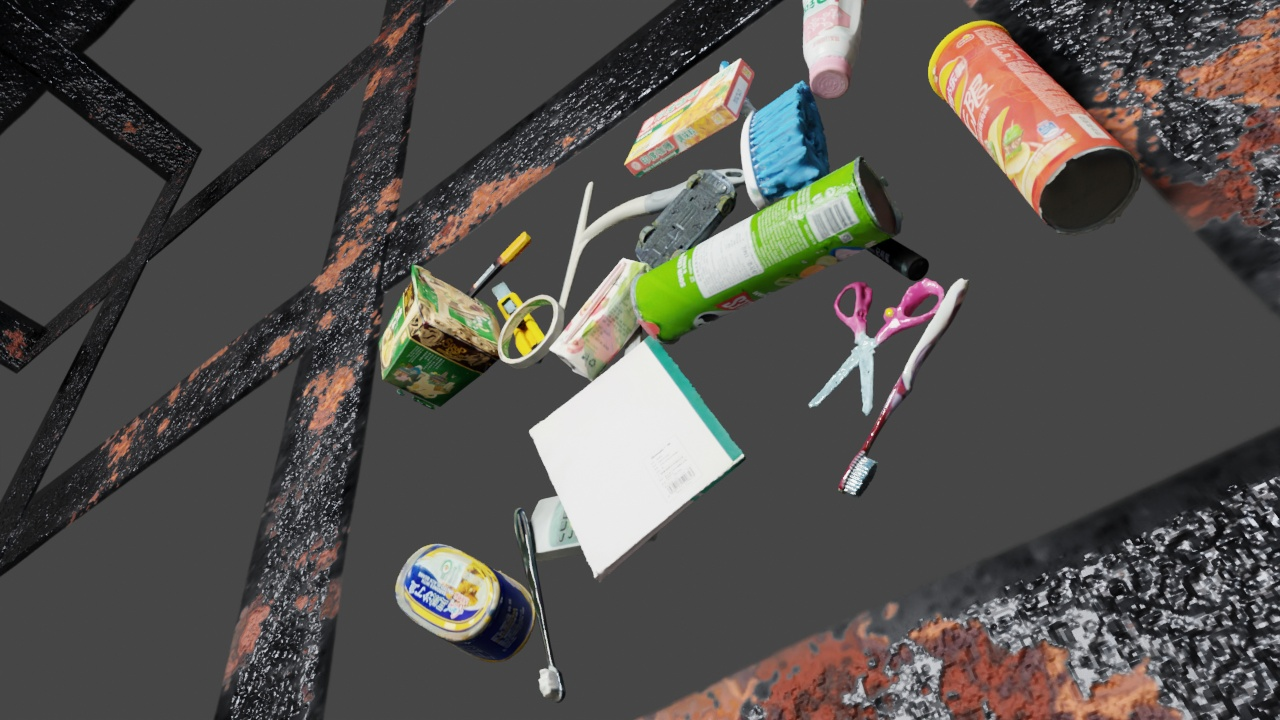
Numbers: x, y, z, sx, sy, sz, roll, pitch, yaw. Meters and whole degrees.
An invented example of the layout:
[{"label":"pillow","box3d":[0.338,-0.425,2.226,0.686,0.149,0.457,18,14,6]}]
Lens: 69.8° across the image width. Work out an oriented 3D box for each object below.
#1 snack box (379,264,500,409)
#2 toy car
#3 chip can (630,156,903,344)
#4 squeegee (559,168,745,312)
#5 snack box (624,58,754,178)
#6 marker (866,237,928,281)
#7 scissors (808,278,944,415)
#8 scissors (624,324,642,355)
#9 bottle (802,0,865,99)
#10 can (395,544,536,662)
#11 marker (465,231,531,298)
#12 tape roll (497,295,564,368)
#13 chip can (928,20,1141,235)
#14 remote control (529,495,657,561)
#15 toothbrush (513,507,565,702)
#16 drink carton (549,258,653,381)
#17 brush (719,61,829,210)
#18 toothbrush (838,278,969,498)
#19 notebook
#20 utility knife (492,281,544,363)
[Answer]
[{"label":"snack box","box3d":[-0.237,-0.021,1.047,0.106,0.118,0.117,-47,35,16]},{"label":"toy car","box3d":[0.047,-0.136,0.919,0.054,0.037,0.120,39,89,29]},{"label":"chip can","box3d":[0.100,-0.088,0.779,0.237,0.072,0.072,-25,41,35]},{"label":"squeegee","box3d":[0.006,-0.160,0.989,0.247,0.039,0.245,-19,44,32]},{"label":"snack box","box3d":[0.051,-0.259,0.994,0.156,0.027,0.076,-21,38,47]},{"label":"marker","box3d":[0.194,-0.101,0.763,0.022,0.020,0.132,-35,36,-1]},{"label":"scissors","box3d":[0.172,-0.017,0.710,0.133,0.017,0.124,-48,38,4]},{"label":"scissors","box3d":[-0.015,0.012,0.869,0.140,0.014,0.173,-47,36,-3]},{"label":"bottle","box3d":[0.201,-0.353,0.958,0.068,0.068,0.196,-16,50,35]},{"label":"can","box3d":[-0.153,0.206,0.791,0.148,0.049,0.074,10,63,48]},{"label":"marker","box3d":[-0.183,-0.113,1.154,0.124,0.015,0.018,-45,35,7]},{"label":"tape roll","box3d":[-0.118,-0.031,0.984,0.086,0.014,0.085,-26,45,28]},{"label":"chip can","box3d":[0.293,-0.184,0.699,0.073,0.073,0.216,-33,38,18]},{"label":"remote control","box3d":[-0.040,0.134,0.773,0.135,0.019,0.056,-17,45,34]},{"label":"toothbrush","box3d":[-0.087,0.192,0.747,0.016,0.018,0.181,-41,42,21]},{"label":"drink carton","box3d":[-0.032,-0.043,0.900,0.122,0.045,0.053,-52,28,-7]},{"label":"brush","box3d":[0.129,-0.257,0.951,0.110,0.060,0.313,-28,37,29]},{"label":"toothbrush","box3d":[0.193,0.017,0.655,0.017,0.016,0.187,21,72,43]},{"label":"notebook","box3d":[-0.011,0.071,0.779,0.150,0.012,0.209,-40,34,3]},{"label":"utility knife","box3d":[-0.143,-0.049,1.050,0.033,0.015,0.197,-44,36,3]}]
